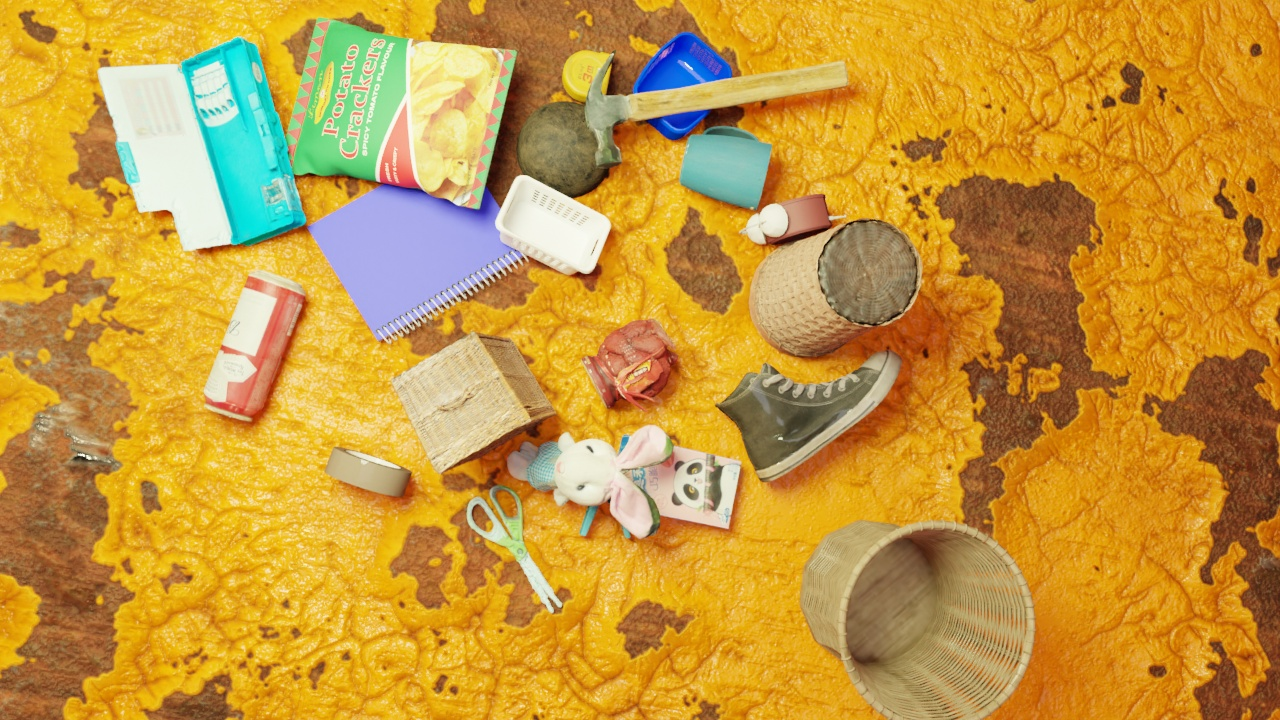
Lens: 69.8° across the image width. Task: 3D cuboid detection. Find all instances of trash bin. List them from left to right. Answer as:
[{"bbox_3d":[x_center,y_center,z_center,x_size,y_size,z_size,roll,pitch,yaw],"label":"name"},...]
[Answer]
[{"bbox_3d":[0.226,-0.084,1.091,0.151,0.210,0.151,0,86,-7],"label":"trash bin"}]

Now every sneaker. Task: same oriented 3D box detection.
[{"bbox_3d":[0.213,0.036,1.144,0.234,0.095,0.120,-35,94,-1],"label":"sneaker"}]

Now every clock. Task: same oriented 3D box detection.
[{"bbox_3d":[0.186,-0.175,1.153,0.124,0.087,0.044,-14,89,-12],"label":"clock"}]

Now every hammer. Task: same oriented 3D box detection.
[{"bbox_3d":[0.094,-0.326,1.117,0.330,0.033,0.132,-12,87,-9],"label":"hammer"}]

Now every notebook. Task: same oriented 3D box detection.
[{"bbox_3d":[-0.268,-0.142,1.121,0.209,0.022,0.171,-32,90,-9],"label":"notebook"}]

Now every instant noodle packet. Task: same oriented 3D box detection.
[{"bbox_3d":[-0.289,-0.295,1.087,0.253,0.090,0.195,12,85,7],"label":"instant noodle packet"}]

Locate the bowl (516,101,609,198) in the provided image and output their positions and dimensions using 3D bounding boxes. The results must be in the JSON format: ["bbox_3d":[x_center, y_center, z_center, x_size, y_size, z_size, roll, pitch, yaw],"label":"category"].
[{"bbox_3d":[-0.092,-0.266,1.134,0.121,0.056,0.121,0,87,-8],"label":"bowl"}]

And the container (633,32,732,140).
[{"bbox_3d":[0.049,-0.341,1.157,0.096,0.058,0.114,40,82,-4],"label":"container"}]

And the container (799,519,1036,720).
[{"bbox_3d":[0.310,0.293,1.087,0.227,0.196,0.227,0,87,-8],"label":"container"}]

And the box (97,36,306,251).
[{"bbox_3d":[-0.504,-0.245,1.071,0.180,0.074,0.227,-16,89,-8],"label":"box"}]

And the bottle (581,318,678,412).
[{"bbox_3d":[-0.007,0.006,1.111,0.111,0.099,0.099,-28,91,-4],"label":"bottle"}]

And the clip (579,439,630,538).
[{"bbox_3d":[-0.055,0.157,1.131,0.113,0.028,0.126,14,84,-12],"label":"clip"}]

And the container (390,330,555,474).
[{"bbox_3d":[-0.182,0.044,1.033,0.114,0.198,0.112,-30,87,2],"label":"container"}]

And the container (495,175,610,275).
[{"bbox_3d":[-0.110,-0.158,1.115,0.129,0.050,0.080,26,68,-14],"label":"container"}]

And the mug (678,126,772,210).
[{"bbox_3d":[0.107,-0.252,1.156,0.104,0.085,0.112,12,56,2],"label":"mug"}]

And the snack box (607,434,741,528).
[{"bbox_3d":[0.043,0.149,1.128,0.154,0.033,0.088,14,82,-17],"label":"snack box"}]

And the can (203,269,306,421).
[{"bbox_3d":[-0.448,-0.018,1.064,0.067,0.067,0.170,19,85,-7],"label":"can"}]

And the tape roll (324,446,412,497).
[{"bbox_3d":[-0.314,0.129,1.061,0.093,0.094,0.030,20,84,-7],"label":"tape roll"}]

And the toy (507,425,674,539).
[{"bbox_3d":[-0.075,0.121,1.065,0.206,0.105,0.131,8,78,30],"label":"toy"}]

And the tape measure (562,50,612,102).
[{"bbox_3d":[-0.069,-0.356,1.155,0.059,0.030,0.068,10,83,-7],"label":"tape measure"}]

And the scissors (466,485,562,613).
[{"bbox_3d":[-0.143,0.232,1.120,0.072,0.033,0.175,-34,96,-11],"label":"scissors"}]
